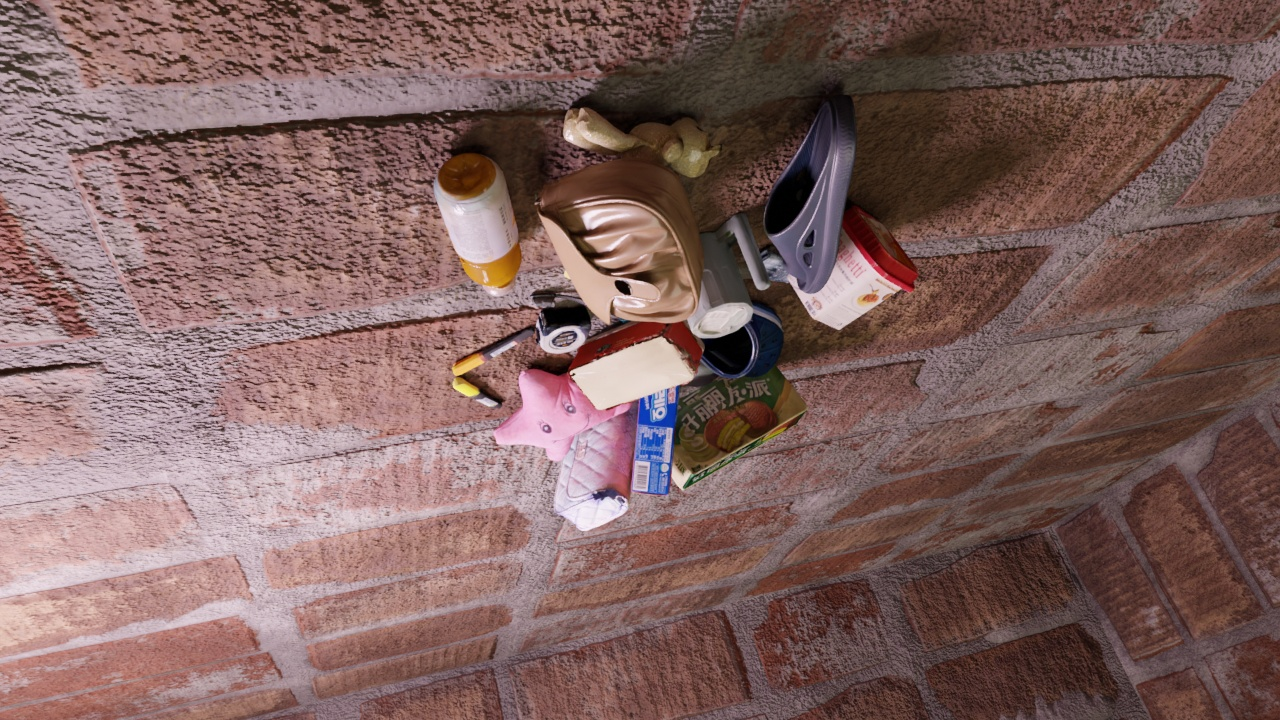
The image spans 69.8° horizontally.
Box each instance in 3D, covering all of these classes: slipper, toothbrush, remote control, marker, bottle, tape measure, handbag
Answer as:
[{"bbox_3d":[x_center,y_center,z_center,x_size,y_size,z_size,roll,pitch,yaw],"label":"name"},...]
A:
[{"bbox_3d":[0.180,-0.181,1.021,0.083,0.110,0.269,0,147,0],"label":"slipper"},{"bbox_3d":[-0.047,-0.071,1.151,0.188,0.016,0.014,2,156,-23],"label":"toothbrush"},{"bbox_3d":[0.064,0.017,1.399,0.135,0.020,0.056,8,145,-41],"label":"remote control"},{"bbox_3d":[-0.228,0.048,1.291,0.018,0.015,0.124,-23,156,12],"label":"marker"},{"bbox_3d":[-0.192,-0.013,1.197,0.124,0.015,0.018,-26,154,12],"label":"marker"},{"bbox_3d":[0.131,-0.029,1.276,0.105,0.095,0.252,-27,148,24],"label":"slipper"},{"bbox_3d":[-0.159,-0.129,0.934,0.068,0.068,0.190,-15,153,-6],"label":"bottle"},{"bbox_3d":[-0.101,-0.039,1.179,0.065,0.033,0.066,-3,148,-22],"label":"tape measure"},{"bbox_3d":[-0.014,-0.109,0.928,0.148,0.099,0.205,1,149,18],"label":"handbag"},{"bbox_3d":[-0.062,0.152,1.385,0.134,0.193,0.075,-29,127,32],"label":"handbag"}]

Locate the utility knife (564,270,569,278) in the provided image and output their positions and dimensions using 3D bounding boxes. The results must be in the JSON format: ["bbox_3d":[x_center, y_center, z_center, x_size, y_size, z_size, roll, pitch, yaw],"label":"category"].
[{"bbox_3d":[-0.037,-0.092,1.137,0.031,0.018,0.151,-38,149,27],"label":"utility knife"}]

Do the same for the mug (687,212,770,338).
[{"bbox_3d":[0.097,-0.101,1.105,0.083,0.103,0.124,9,144,-42],"label":"mug"}]

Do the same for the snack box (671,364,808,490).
[{"bbox_3d":[0.130,0.092,1.405,0.239,0.114,0.063,-26,158,-25],"label":"snack box"}]

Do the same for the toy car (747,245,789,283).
[{"bbox_3d":[0.190,-0.123,1.198,0.105,0.031,0.049,0,149,-33],"label":"toy car"}]

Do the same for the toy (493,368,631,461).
[{"bbox_3d":[-0.126,0.068,1.316,0.195,0.074,0.178,-35,130,10],"label":"toy"}]

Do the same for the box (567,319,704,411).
[{"bbox_3d":[-0.007,0.007,1.206,0.169,0.079,0.091,-20,121,32],"label":"box"}]

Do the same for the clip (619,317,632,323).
[{"bbox_3d":[-0.001,-0.064,1.214,0.056,0.013,0.038,-24,152,13],"label":"clip"}]

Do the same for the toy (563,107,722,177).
[{"bbox_3d":[0.001,-0.213,0.890,0.157,0.066,0.105,5,175,-30],"label":"toy"}]

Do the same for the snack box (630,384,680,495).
[{"bbox_3d":[0.024,0.083,1.296,0.057,0.207,0.058,5,-176,5],"label":"snack box"}]

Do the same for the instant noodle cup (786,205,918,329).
[{"bbox_3d":[0.263,-0.111,1.157,0.124,0.116,0.116,-42,145,26],"label":"instant noodle cup"}]
